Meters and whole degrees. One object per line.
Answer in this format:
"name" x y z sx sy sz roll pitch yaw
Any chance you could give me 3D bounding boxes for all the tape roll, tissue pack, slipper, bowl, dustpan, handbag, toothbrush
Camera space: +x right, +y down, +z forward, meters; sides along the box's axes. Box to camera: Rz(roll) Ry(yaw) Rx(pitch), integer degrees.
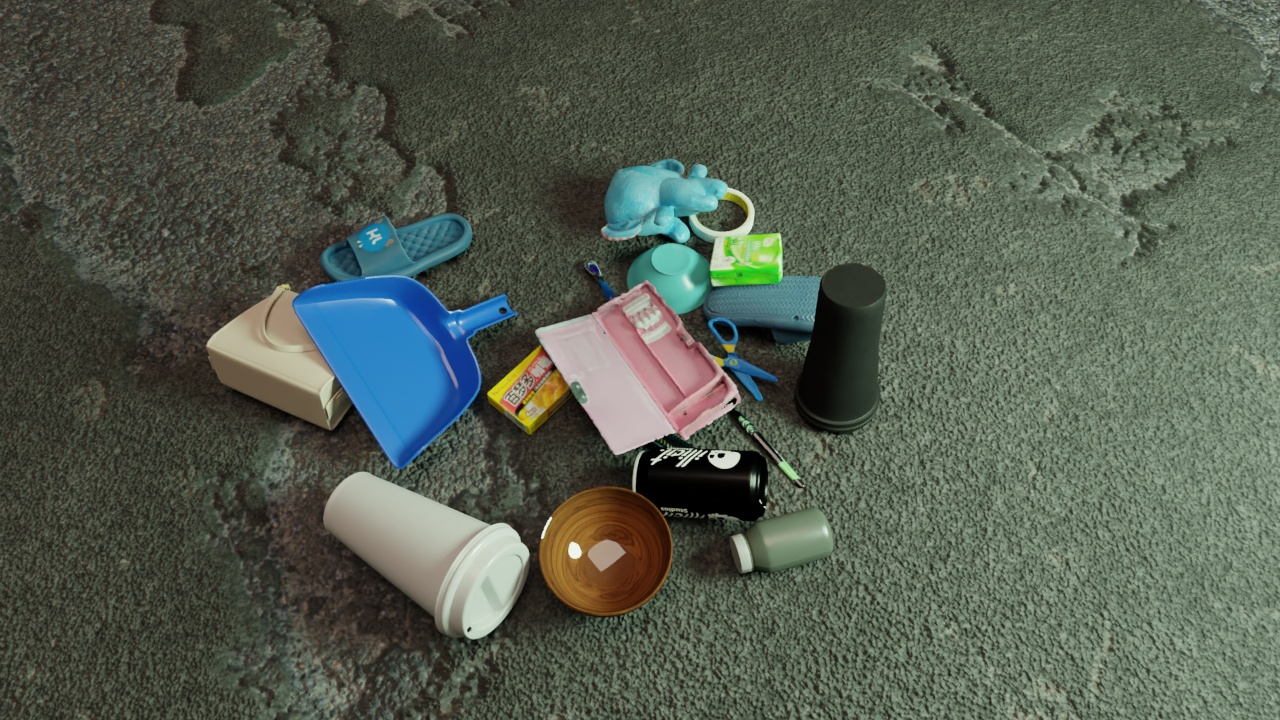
"tape roll" 0.117 -0.210 1.329 0.094 0.019 0.093 -1 58 1
"tissue pack" 0.143 -0.137 1.249 0.100 0.034 0.113 -3 34 12
"slipper" 0.189 -0.067 1.217 0.214 0.059 0.103 6 48 21
"bowl" -0.037 0.223 1.034 0.147 0.069 0.147 -1 60 2
"slipper" -0.340 -0.160 1.284 0.213 0.059 0.103 -19 55 -15
"dustpan" -0.264 -0.024 1.176 0.256 0.060 0.245 -29 83 -46
"handbag" -0.421 -0.028 1.197 0.195 0.101 0.197 20 49 14
"toothbrush" 0.140 0.088 1.145 0.014 0.017 0.188 -36 65 -12
"bowl" 0.041 -0.125 1.262 0.121 0.046 0.121 -1 58 1

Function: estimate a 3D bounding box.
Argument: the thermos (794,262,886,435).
"thermos" 0.242 -0.014 1.091 0.106 0.219 0.105 -3 50 3

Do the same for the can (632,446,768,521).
"can" 0.070 0.142 1.062 0.146 0.080 0.080 1 57 17

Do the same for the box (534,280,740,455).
"box" -0.007 0.011 1.143 0.180 0.051 0.232 -25 52 -13

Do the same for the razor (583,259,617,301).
"razor" -0.044 -0.089 1.259 0.043 0.018 0.141 -25 61 -13

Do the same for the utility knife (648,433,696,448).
"utility knife" 0.048 0.110 1.131 0.186 0.020 0.028 32 64 18

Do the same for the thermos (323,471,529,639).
"thermos" -0.245 0.207 1.025 0.222 0.132 0.131 23 61 24

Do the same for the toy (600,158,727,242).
"toy" 0.038 -0.218 1.286 0.181 0.115 0.182 8 46 30

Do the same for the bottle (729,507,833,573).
"bottle" 0.160 0.207 1.044 0.108 0.060 0.060 -14 59 -7

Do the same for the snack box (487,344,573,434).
"snack box" -0.118 0.021 1.188 0.075 0.025 0.152 36 65 22

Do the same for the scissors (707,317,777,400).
"scissors" 0.114 0.010 1.187 0.097 0.020 0.132 -38 75 10
